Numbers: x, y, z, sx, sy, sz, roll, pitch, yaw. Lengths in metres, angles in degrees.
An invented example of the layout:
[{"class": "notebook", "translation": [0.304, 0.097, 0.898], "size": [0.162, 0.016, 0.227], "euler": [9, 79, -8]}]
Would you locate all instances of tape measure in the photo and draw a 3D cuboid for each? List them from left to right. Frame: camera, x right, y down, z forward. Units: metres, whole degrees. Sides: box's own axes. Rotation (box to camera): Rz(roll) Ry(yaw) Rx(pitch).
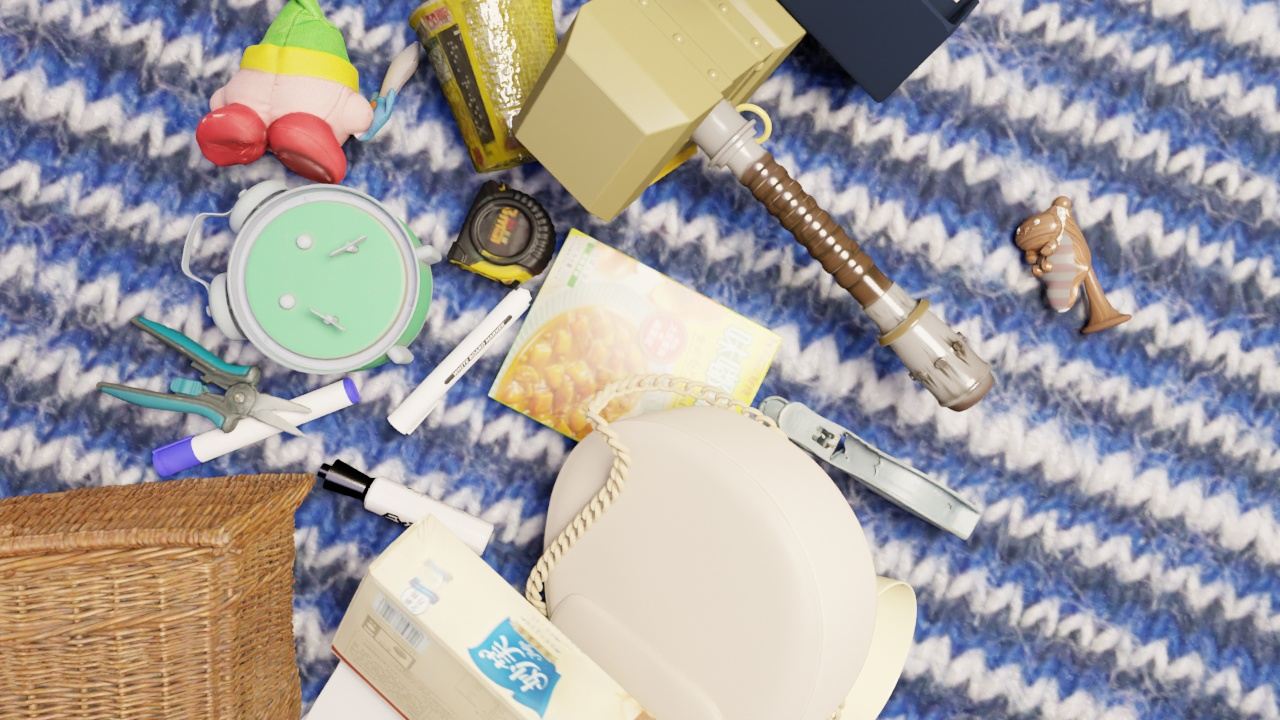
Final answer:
[{"class": "tape measure", "translation": [-0.090, -0.086, 0.638], "size": [0.062, 0.038, 0.067], "euler": [23, 86, 5]}]

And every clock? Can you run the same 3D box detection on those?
[{"class": "clock", "translation": [-0.223, -0.057, 0.610], "size": [0.161, 0.075, 0.122], "euler": [16, 89, -2]}]

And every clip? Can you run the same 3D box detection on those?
[{"class": "clip", "translation": [0.008, -0.154, 0.654], "size": [0.053, 0.035, 0.046], "euler": [-34, 110, -1]}, {"class": "clip", "translation": [0.155, 0.072, 0.648], "size": [0.163, 0.108, 0.028], "euler": [31, 87, -7]}]

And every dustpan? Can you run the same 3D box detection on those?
[{"class": "dustpan", "translation": [0.104, -0.280, 0.560], "size": [0.236, 0.080, 0.272], "euler": [46, 56, -2]}]

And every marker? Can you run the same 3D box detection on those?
[{"class": "marker", "translation": [-0.266, 0.045, 0.637], "size": [0.141, 0.020, 0.020], "euler": [-21, 91, -3]}, {"class": "marker", "translation": [-0.164, 0.101, 0.639], "size": [0.126, 0.025, 0.025], "euler": [24, 89, -3]}, {"class": "marker", "translation": [-0.125, 0.000, 0.646], "size": [0.133, 0.017, 0.020], "euler": [-46, 129, -2]}]

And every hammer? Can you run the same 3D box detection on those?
[{"class": "hammer", "translation": [0.099, -0.093, 0.577], "size": [0.325, 0.101, 0.189], "euler": [46, 50, -2]}]

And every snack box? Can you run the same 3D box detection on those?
[{"class": "snack box", "translation": [-0.090, 0.208, 0.570], "size": [0.207, 0.154, 0.055], "euler": [41, 48, 4]}, {"class": "snack box", "translation": [-0.004, 0.004, 0.646], "size": [0.168, 0.027, 0.132], "euler": [27, 90, -3]}]

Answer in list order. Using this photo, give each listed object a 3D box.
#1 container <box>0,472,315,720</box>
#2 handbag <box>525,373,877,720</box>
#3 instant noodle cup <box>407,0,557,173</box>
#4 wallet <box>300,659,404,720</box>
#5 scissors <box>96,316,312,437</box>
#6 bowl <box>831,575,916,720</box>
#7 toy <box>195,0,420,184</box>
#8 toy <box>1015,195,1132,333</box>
[{"class": "container", "translation": [-0.336, 0.178, 0.567], "size": [0.250, 0.162, 0.183], "euler": [-5, 94, -2]}, {"class": "handbag", "translation": [0.028, 0.137, 0.556], "size": [0.211, 0.103, 0.209], "euler": [30, 115, 36]}, {"class": "instant noodle cup", "translation": [-0.091, -0.187, 0.613], "size": [0.102, 0.102, 0.108], "euler": [-15, 99, -3]}, {"class": "wallet", "translation": [-0.169, 0.253, 0.639], "size": [0.116, 0.032, 0.086], "euler": [33, 77, -1]}, {"class": "scissors", "translation": [-0.301, 0.017, 0.627], "size": [0.149, 0.019, 0.122], "euler": [-17, 77, -5]}, {"class": "bowl", "translation": [0.125, 0.191, 0.625], "size": [0.074, 0.118, 0.118], "euler": [20, 88, 39]}, {"class": "toy", "translation": [-0.221, -0.190, 0.607], "size": [0.124, 0.097, 0.131], "euler": [9, 63, 6]}, {"class": "toy", "translation": [0.305, -0.068, 0.657], "size": [0.054, 0.042, 0.101], "euler": [-13, 82, -25]}]
